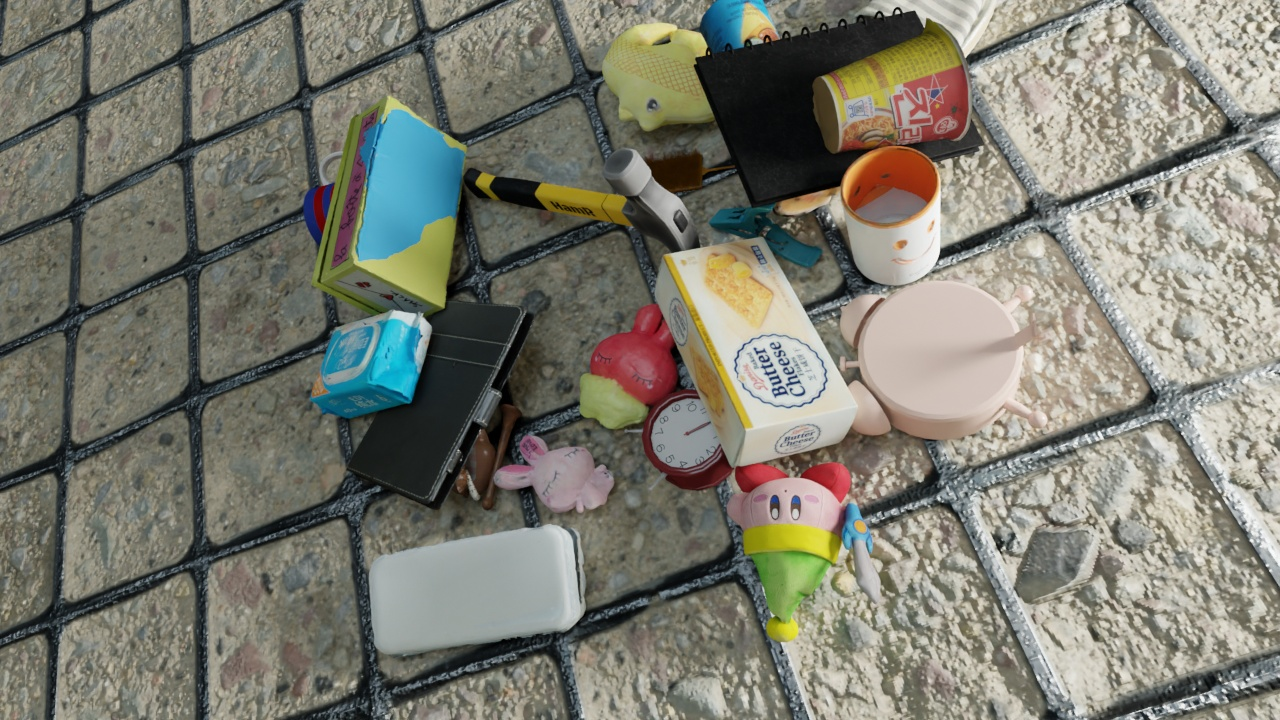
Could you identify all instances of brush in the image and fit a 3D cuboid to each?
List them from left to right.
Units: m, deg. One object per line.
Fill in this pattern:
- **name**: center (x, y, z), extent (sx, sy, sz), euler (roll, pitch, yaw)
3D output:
- **brush**: center (0.045, -0.202, 0.972), extent (0.126, 0.017, 0.048), euler (-5, 64, 17)

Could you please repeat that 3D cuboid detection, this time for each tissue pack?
- **tissue pack**: center (-0.275, 0.002, 0.939), extent (0.145, 0.061, 0.092), euler (-12, 55, 37)

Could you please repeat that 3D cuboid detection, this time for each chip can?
- **chip can**: center (0.128, -0.256, 0.916), extent (0.080, 0.080, 0.229), euler (-21, 70, 8)

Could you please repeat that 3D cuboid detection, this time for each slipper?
- **slipper**: center (0.266, -0.319, 0.935), extent (0.114, 0.054, 0.272), euler (34, 81, 23)

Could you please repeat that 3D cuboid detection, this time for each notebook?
- **notebook**: center (-0.197, 0.035, 0.910), extent (0.170, 0.029, 0.208), euler (10, 71, 45)
- **notebook**: center (0.183, -0.244, 0.860), extent (0.231, 0.019, 0.169), euler (-16, 72, -11)

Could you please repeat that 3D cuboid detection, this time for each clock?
- **clock**: center (0.056, 0.066, 0.823), extent (0.124, 0.044, 0.087), euler (-28, 59, 6)
- **clock**: center (0.248, -0.005, 0.773), extent (0.161, 0.086, 0.130), euler (-6, 63, 23)

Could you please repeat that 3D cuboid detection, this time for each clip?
- **clip**: center (0.128, -0.124, 0.887), extent (0.118, 0.120, 0.033), euler (33, 78, -4)

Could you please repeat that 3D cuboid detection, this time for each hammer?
- **hammer**: center (-0.075, -0.162, 0.944), extent (0.325, 0.170, 0.034), euler (18, 71, 41)

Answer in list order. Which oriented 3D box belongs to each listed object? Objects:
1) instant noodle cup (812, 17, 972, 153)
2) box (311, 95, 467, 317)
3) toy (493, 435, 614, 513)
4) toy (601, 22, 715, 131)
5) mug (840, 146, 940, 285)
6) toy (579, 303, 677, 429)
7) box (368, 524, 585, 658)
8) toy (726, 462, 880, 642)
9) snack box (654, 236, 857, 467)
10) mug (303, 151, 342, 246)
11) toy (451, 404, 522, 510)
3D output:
- **instant noodle cup**: center (0.216, -0.226, 0.803), extent (0.112, 0.100, 0.100), euler (-17, 60, -2)
- **box**: center (-0.265, -0.161, 0.994), extent (0.079, 0.124, 0.220), euler (-19, 59, 35)
- **toy**: center (-0.080, 0.105, 0.851), extent (0.110, 0.047, 0.063), euler (13, 61, 28)
- **toy**: center (0.035, -0.311, 1.006), extent (0.170, 0.065, 0.154), euler (27, 65, 20)
- **mug**: center (0.226, -0.127, 0.822), extent (0.082, 0.105, 0.082), euler (-8, 63, 15)
- **toy**: center (-0.005, 0.005, 0.873), extent (0.092, 0.045, 0.135), euler (32, 81, 26)
- **box**: center (-0.152, 0.205, 0.826), extent (0.214, 0.063, 0.118), euler (-10, 64, 14)
- **toy**: center (0.131, 0.152, 0.747), extent (0.124, 0.097, 0.131), euler (2, 47, 13)
- **snack box**: center (0.095, -0.013, 0.810), extent (0.104, 0.058, 0.207), euler (-11, 53, -15)
- **mug**: center (-0.335, -0.188, 1.057), extent (0.076, 0.075, 0.112), euler (-11, 82, 14)
- **toy**: center (-0.153, 0.091, 0.886), extent (0.055, 0.041, 0.101), euler (10, 74, 9)
